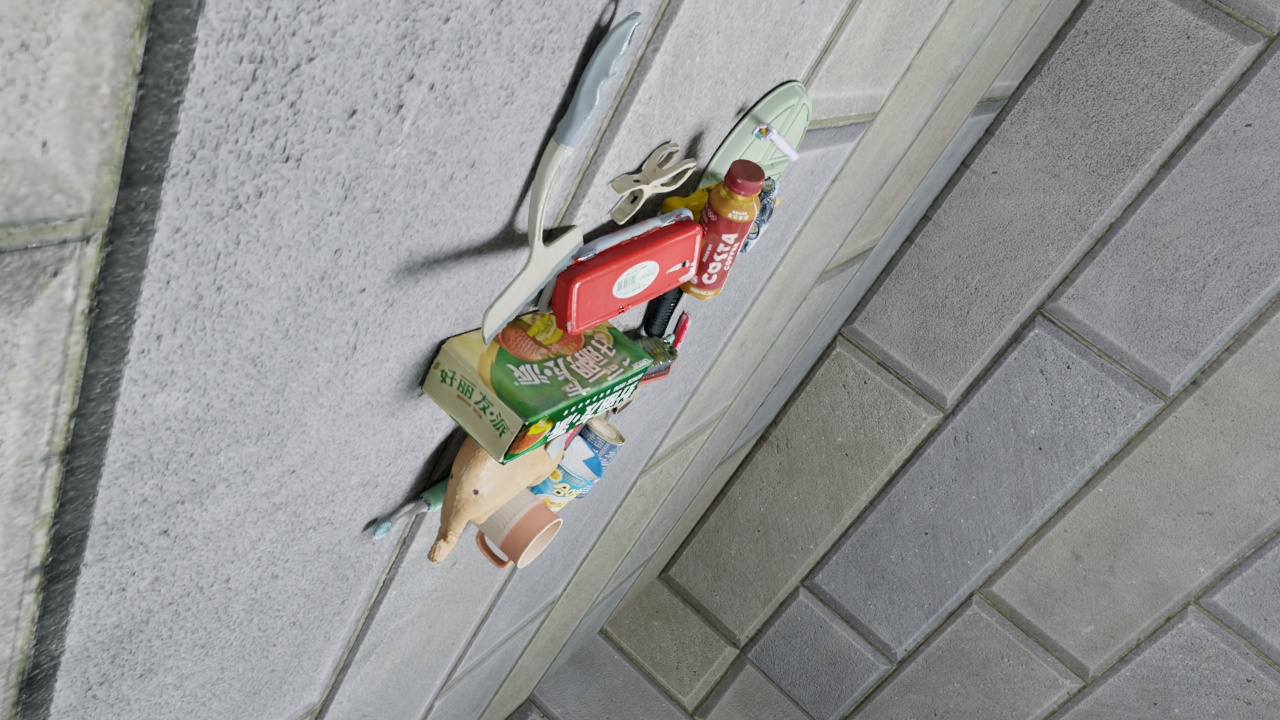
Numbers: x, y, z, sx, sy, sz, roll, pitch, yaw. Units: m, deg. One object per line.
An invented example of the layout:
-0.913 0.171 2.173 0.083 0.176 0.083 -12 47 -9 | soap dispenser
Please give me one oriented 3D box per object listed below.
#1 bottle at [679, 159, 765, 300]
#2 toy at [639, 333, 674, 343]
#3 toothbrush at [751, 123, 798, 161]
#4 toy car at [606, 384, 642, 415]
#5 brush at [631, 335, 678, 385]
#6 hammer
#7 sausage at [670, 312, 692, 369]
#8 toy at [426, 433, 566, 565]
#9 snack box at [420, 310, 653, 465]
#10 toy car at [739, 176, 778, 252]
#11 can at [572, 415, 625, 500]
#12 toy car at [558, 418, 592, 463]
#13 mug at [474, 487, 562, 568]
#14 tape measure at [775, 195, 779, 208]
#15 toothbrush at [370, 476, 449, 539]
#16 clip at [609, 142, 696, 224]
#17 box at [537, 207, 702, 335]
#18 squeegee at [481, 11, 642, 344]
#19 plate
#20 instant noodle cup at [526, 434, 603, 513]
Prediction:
0.091 -0.145 1.025 0.057 0.057 0.175 -38 161 -38 | bottle
0.003 -0.011 1.326 0.096 0.030 0.092 -44 161 8 | toy
0.169 -0.260 1.106 0.189 0.029 0.021 -9 99 -69 | toothbrush
-0.021 0.045 1.378 0.090 0.035 0.042 -43 165 -32 | toy car
-0.007 0.007 1.237 0.069 0.063 0.145 -46 162 30 | brush
0.055 -0.118 1.161 0.128 0.033 0.302 -17 156 -24 | hammer
0.058 -0.029 1.457 0.020 0.020 0.156 -40 162 -34 | sausage
-0.170 0.129 1.031 0.225 0.082 0.144 -39 141 -44 | toy
-0.096 0.013 0.923 0.239 0.114 0.063 -24 151 -58 | snack box
0.148 -0.181 1.155 0.049 0.031 0.105 130 -16 -75 | toy car
-0.083 0.139 1.347 0.111 0.075 0.075 -54 165 14 | can
-0.105 0.080 1.187 0.045 0.053 0.120 31 93 -47 | toy car
-0.175 0.215 1.202 0.115 0.106 0.081 -57 164 25 | mug
0.176 -0.219 1.318 0.057 0.029 0.060 -52 165 10 | tape measure
-0.224 0.150 1.058 0.223 0.026 0.027 -31 161 -50 | toothbrush
0.011 -0.179 0.926 0.098 0.034 0.064 -40 164 -16 | clip
-0.022 -0.104 0.970 0.200 0.068 0.091 -28 138 -37 | box
-0.059 -0.167 0.741 0.247 0.039 0.245 -65 177 30 | squeegee
0.142 -0.245 1.158 0.229 0.027 0.230 -45 164 -17 | plate
-0.123 0.165 1.274 0.110 0.099 0.099 -47 167 21 | instant noodle cup
